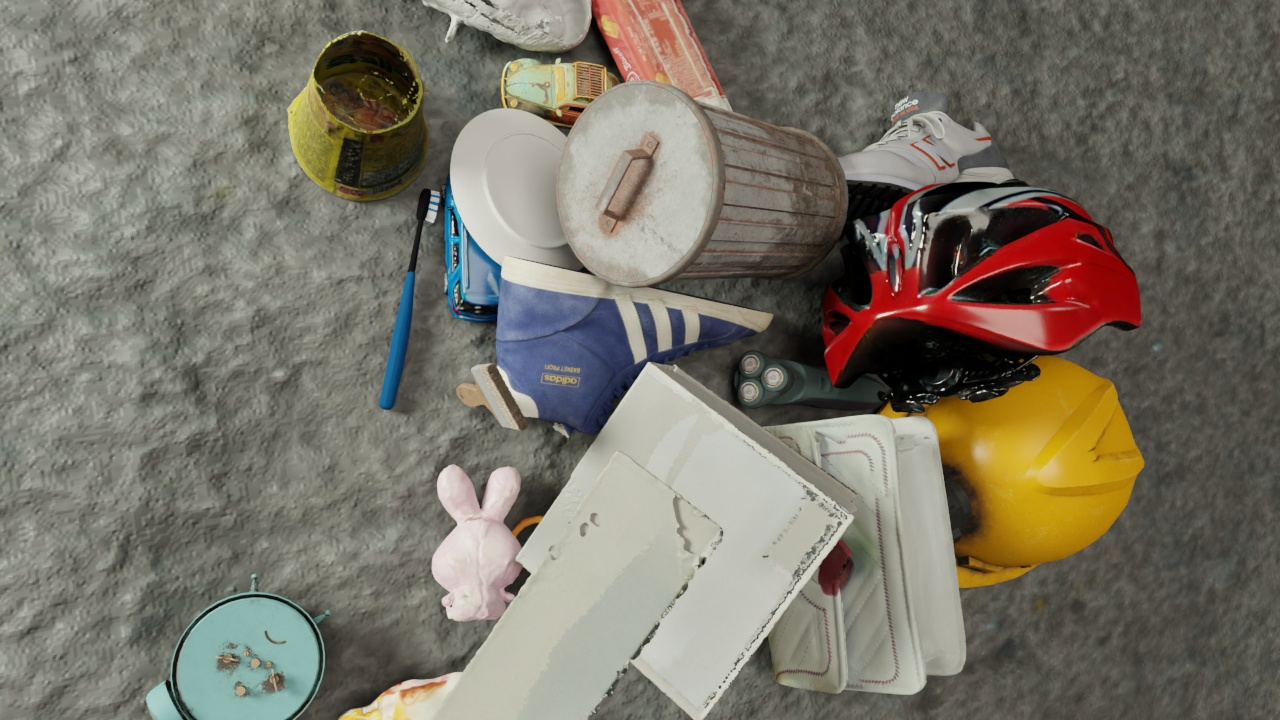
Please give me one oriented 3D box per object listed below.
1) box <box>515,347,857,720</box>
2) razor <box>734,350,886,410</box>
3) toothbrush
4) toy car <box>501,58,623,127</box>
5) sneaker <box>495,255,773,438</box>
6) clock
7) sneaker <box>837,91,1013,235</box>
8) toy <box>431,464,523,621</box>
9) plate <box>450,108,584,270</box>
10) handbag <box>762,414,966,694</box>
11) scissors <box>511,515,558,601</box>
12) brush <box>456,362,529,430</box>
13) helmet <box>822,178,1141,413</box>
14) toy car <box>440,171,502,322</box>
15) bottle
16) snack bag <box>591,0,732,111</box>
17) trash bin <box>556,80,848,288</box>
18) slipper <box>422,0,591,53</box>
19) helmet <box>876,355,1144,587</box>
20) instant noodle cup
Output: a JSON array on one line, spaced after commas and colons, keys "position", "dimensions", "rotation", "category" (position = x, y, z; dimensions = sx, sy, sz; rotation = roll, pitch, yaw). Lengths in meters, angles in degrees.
[{"position": [0.052, 0.102, 0.755], "dimensions": [0.171, 0.403, 0.169], "rotation": [35, 99, 4], "category": "box"}, {"position": [0.144, 0.022, 0.761], "dimensions": [0.142, 0.052, 0.047], "rotation": [7, 81, -28], "category": "razor"}, {"position": [-0.169, -0.046, 0.671], "dimensions": [0.014, 0.014, 0.167], "rotation": [14, 79, -29], "category": "toothbrush"}, {"position": [-0.051, -0.212, 0.721], "dimensions": [0.111, 0.047, 0.047], "rotation": [2, 80, -23], "category": "toy car"}, {"position": [-0.005, 0.003, 0.686], "dimensions": [0.232, 0.091, 0.118], "rotation": [9, 97, -36], "category": "sneaker"}, {"position": [-0.255, 0.205, 0.582], "dimensions": [0.090, 0.053, 0.124], "rotation": [31, 73, -12], "category": "clock"}, {"position": [0.234, -0.175, 0.805], "dimensions": [0.239, 0.089, 0.124], "rotation": [7, 70, -27], "category": "sneaker"}, {"position": [-0.114, 0.128, 0.649], "dimensions": [0.063, 0.047, 0.110], "rotation": [5, 73, -17], "category": "toy"}, {"position": [-0.079, -0.125, 0.682], "dimensions": [0.134, 0.011, 0.134], "rotation": [13, 69, -38], "category": "plate"}, {"position": [0.152, 0.142, 0.693], "dimensions": [0.096, 0.142, 0.198], "rotation": [2, 78, -50], "category": "handbag"}, {"position": [-0.038, 0.129, 0.693], "dimensions": [0.130, 0.013, 0.070], "rotation": [-31, 94, -20], "category": "scissors"}, {"position": [-0.107, 0.023, 0.614], "dimensions": [0.008, 0.143, 0.045], "rotation": [-31, 101, -20], "category": "brush"}, {"position": [0.256, -0.051, 0.705], "dimensions": [0.271, 0.218, 0.167], "rotation": [-4, 84, -48], "category": "helmet"}, {"position": [-0.117, -0.089, 0.681], "dimensions": [0.056, 0.044, 0.120], "rotation": [0, 81, -20], "category": "toy car"}, {"position": [-0.146, 0.243, 0.610], "dimensions": [0.108, 0.063, 0.063], "rotation": [-24, 90, -22], "category": "bottle"}, {"position": [0.006, -0.271, 0.749], "dimensions": [0.077, 0.041, 0.225], "rotation": [-27, 93, -38], "category": "snack bag"}, {"position": [0.047, -0.118, 0.653], "dimensions": [0.210, 0.131, 0.130], "rotation": [-7, 83, -52], "category": "trash bin"}, {"position": [-0.150, -0.303, 0.685], "dimensions": [0.246, 0.075, 0.112], "rotation": [21, 89, -23], "category": "slipper"}, {"position": [0.326, 0.083, 0.768], "dimensions": [0.255, 0.131, 0.205], "rotation": [-21, 89, -22], "category": "helmet"}, {"position": [-0.191, -0.172, 0.632], "dimensions": [0.102, 0.108, 0.102], "rotation": [2, 83, -20], "category": "instant noodle cup"}]
